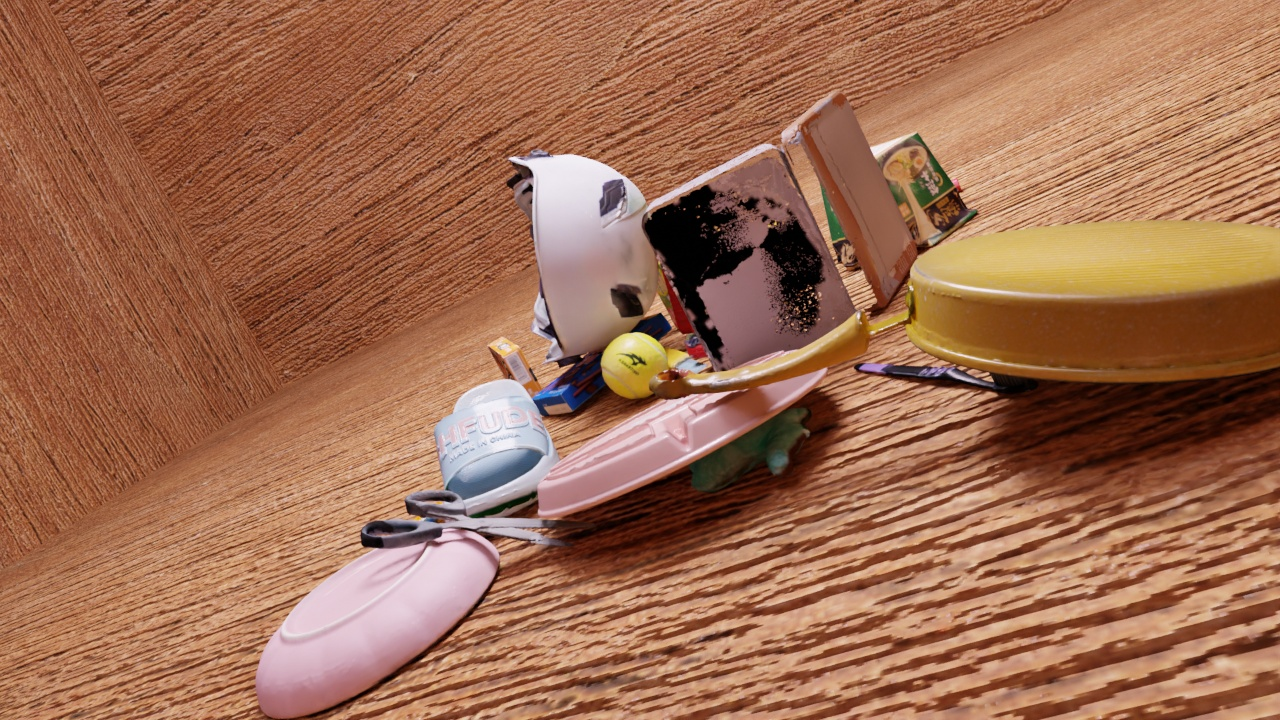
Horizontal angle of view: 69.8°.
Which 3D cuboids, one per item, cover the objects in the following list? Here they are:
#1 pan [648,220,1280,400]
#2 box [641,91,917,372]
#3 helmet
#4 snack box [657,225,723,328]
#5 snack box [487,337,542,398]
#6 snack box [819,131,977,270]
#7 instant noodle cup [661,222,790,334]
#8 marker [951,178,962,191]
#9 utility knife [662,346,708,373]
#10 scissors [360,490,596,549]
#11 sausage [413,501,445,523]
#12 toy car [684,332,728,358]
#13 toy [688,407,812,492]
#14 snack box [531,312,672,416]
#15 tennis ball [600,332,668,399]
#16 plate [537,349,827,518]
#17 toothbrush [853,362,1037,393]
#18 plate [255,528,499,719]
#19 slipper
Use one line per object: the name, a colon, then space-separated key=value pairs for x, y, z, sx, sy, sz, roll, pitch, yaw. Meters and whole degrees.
pan: x=0.168 y=-0.018 z=0.509 sx=0.358 sy=0.078 sz=0.197 roll=-1 pitch=16 yaw=22
box: x=0.137 y=-0.107 z=0.789 sx=0.269 sy=0.179 sz=0.136 roll=-33 pitch=14 yaw=-20
helmet: x=-0.053 y=-0.114 z=0.986 sx=0.146 sy=0.229 sz=0.259 roll=-10 pitch=7 yaw=-9
snack box: x=0.072 y=-0.108 z=1.133 sx=0.034 sy=0.087 sz=0.140 roll=-14 pitch=18 yaw=46
snack box: x=-0.154 y=0.014 z=1.141 sx=0.026 sy=0.075 sz=0.154 roll=-29 pitch=13 yaw=-12
snack box: x=0.257 y=-0.169 z=0.951 sx=0.117 sy=0.105 sz=0.118 roll=-34 pitch=15 yaw=-28
instant noodle cup: x=0.098 y=-0.096 z=1.002 sx=0.124 sy=0.116 sz=0.115 roll=-11 pitch=17 yaw=17
marker: x=0.307 y=-0.179 z=1.089 sx=0.145 sy=0.017 sz=0.017 roll=-22 pitch=14 yaw=22
utility knife: x=0.031 y=0.002 z=0.939 sx=0.033 sy=0.015 sz=0.223 roll=-29 pitch=11 yaw=-9
scissors: x=-0.124 y=0.122 z=0.668 sx=0.164 sy=0.014 sz=0.164 roll=-12 pitch=17 yaw=-23
sausage: x=-0.160 y=0.123 z=0.844 sx=0.164 sy=0.021 sz=0.022 roll=-38 pitch=16 yaw=-37
toy car: x=0.088 y=-0.023 z=0.888 sx=0.049 sy=0.031 sz=0.106 roll=-10 pitch=9 yaw=37
toy: x=0.072 y=0.060 z=0.602 sx=0.092 sy=0.030 sz=0.096 roll=-28 pitch=15 yaw=12
snack box: x=-0.043 y=0.004 z=1.022 sx=0.156 sy=0.026 sz=0.085 roll=-40 pitch=13 yaw=-26
tennis ball: x=-0.005 y=0.005 z=0.893 sx=0.065 sy=0.065 sz=0.065 roll=-26 pitch=13 yaw=6
plate: x=0.025 y=0.047 z=0.659 sx=0.229 sy=0.028 sz=0.229 roll=-28 pitch=1 yaw=0
toothbrush: x=0.190 y=0.006 z=0.602 sx=0.014 sy=0.017 sz=0.189 roll=-31 pitch=12 yaw=-14
plate: x=-0.195 y=0.176 z=0.666 sx=0.192 sy=0.039 sz=0.192 roll=-26 pitch=13 yaw=6
slipper: x=-0.134 y=0.066 z=0.829 sx=0.104 sy=0.074 sz=0.245 roll=-19 pitch=24 yaw=-4
